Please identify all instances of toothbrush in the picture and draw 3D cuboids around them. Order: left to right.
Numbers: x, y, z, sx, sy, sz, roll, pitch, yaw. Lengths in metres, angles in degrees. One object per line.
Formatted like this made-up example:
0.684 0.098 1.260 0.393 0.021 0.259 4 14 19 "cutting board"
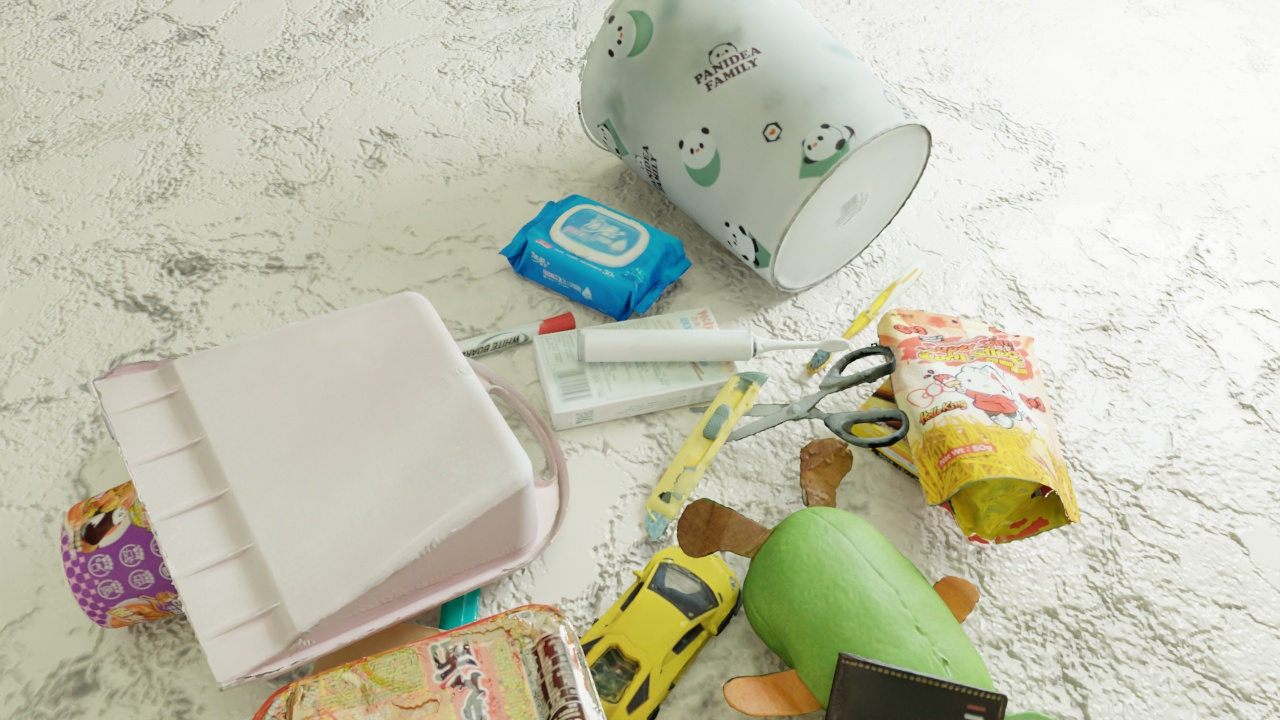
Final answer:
0.059 -0.013 0.740 0.221 0.027 0.026 0 16 -4 "toothbrush"
0.206 -0.045 0.820 0.016 0.018 0.190 37 57 22 "toothbrush"

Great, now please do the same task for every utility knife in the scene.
-0.123 0.174 0.614 0.029 0.013 0.205 -1 51 -1 "utility knife"
0.048 0.068 0.703 0.031 0.018 0.164 23 68 27 "utility knife"

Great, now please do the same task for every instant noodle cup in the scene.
-0.305 0.117 0.593 0.099 0.112 0.111 -17 53 -9 "instant noodle cup"
-0.105 0.237 0.497 0.188 0.079 0.164 -14 56 -15 "instant noodle cup"

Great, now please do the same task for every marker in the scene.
-0.125 -0.015 0.772 0.145 0.017 0.017 -16 53 -17 "marker"

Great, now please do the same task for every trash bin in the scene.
0.106 -0.211 0.832 0.229 0.230 0.252 -29 64 -26 "trash bin"

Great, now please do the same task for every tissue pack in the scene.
-0.041 -0.097 0.821 0.157 0.052 0.094 25 51 19 "tissue pack"

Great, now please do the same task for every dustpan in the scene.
-0.177 0.078 0.615 0.273 0.139 0.222 -24 65 -20 "dustpan"

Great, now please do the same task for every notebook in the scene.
-0.146 0.257 0.536 0.148 0.008 0.207 10 54 4 "notebook"

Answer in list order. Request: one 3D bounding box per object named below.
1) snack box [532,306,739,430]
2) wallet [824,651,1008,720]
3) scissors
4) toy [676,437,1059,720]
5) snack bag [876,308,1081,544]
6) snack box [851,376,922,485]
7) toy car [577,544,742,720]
-0.004 0.004 0.757 0.156 0.027 0.084 -10 51 -13 "snack box"
0.142 0.232 0.502 0.096 0.020 0.122 14 80 3 "wallet"
0.125 0.037 0.704 0.159 0.014 0.175 -44 44 -19 "scissors"
0.139 0.169 0.589 0.226 0.090 0.246 -16 56 -31 "toy"
0.253 0.036 0.693 0.128 0.073 0.207 6 43 1 "snack bag"
0.244 0.036 0.746 0.087 0.034 0.140 37 55 23 "snack box"
0.007 0.178 0.603 0.071 0.041 0.155 34 54 22 "toy car"
